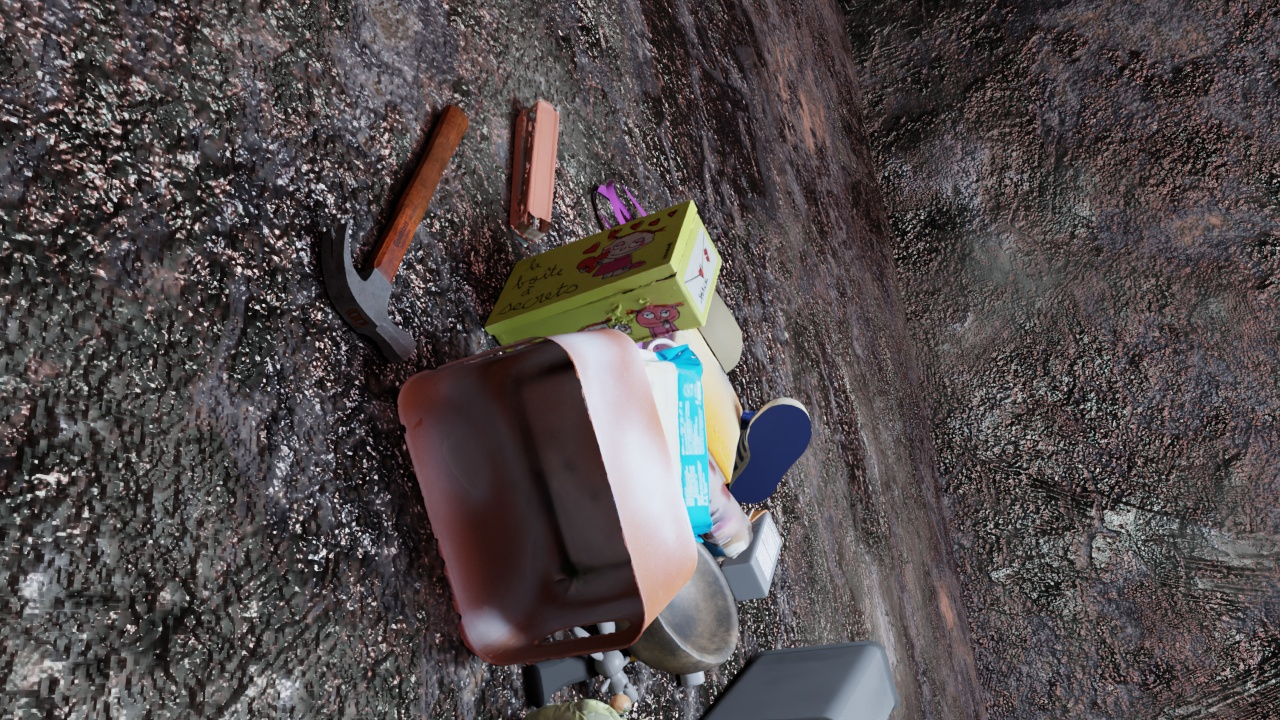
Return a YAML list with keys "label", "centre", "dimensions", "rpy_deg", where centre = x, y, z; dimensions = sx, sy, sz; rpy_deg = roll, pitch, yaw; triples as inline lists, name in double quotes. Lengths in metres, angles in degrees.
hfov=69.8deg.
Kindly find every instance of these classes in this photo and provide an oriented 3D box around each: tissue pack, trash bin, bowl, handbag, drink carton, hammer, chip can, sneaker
- label: "tissue pack"
  centre: [0.012, 0.084, 0.943]
  dimensions: [0.116, 0.066, 0.209]
  rpy_deg: [3, 81, -34]
- label: "trash bin"
  centre: [0.200, 0.444, 1.149]
  dimensions: [0.219, 0.192, 0.097]
  rpy_deg: [-13, 88, -62]
- label: "bowl"
  centre: [0.101, -0.058, 1.306]
  dimensions: [0.152, 0.050, 0.152]
  rpy_deg: [57, 2, -4]
- label: "handbag"
  centre: [-0.004, -0.166, 1.237]
  dimensions: [0.170, 0.068, 0.144]
  rpy_deg: [54, 32, -23]
- label: "drink carton"
  centre: [0.161, 0.279, 1.320]
  dimensions: [0.076, 0.049, 0.124]
  rpy_deg: [65, 28, -19]
- label: "hammer"
  centre: [-0.019, 0.310, 0.978]
  dimensions: [0.323, 0.029, 0.127]
  rpy_deg: [12, 65, -60]
- label: "trash bin"
  centre: [-0.072, 0.112, 0.812]
  dimensions: [0.157, 0.182, 0.259]
  rpy_deg: [-16, 90, -65]
- label: "handbag"
  centre: [-0.028, 0.364, 0.839]
  dimensions: [0.186, 0.113, 0.116]
  rpy_deg: [60, 22, -25]
- label: "chip can"
  centre: [0.066, 0.158, 1.167]
  dimensions: [0.229, 0.080, 0.079]
  rpy_deg: [57, 31, -30]
- label: "hammer"
  centre: [-0.211, -0.143, 0.847]
  dimensions: [0.111, 0.028, 0.299]
  rpy_deg: [54, 33, -37]
- label: "bowl"
  centre: [0.027, 0.258, 0.979]
  dimensions: [0.162, 0.070, 0.162]
  rpy_deg: [39, 30, -28]
- label: "sneaker"
  centre: [0.184, 0.094, 1.330]
  dimensions: [0.234, 0.091, 0.118]
  rpy_deg: [102, -5, -46]

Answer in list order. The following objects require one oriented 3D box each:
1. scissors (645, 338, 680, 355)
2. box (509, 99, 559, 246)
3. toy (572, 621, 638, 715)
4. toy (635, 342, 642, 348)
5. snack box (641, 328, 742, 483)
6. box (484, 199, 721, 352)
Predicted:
- label: "scissors"
  centre: [-0.005, 0.005, 1.101]
  dimensions: [0.129, 0.011, 0.125]
  rpy_deg: [-11, 82, -23]
- label: "box"
  centre: [-0.117, -0.218, 1.047]
  dimensions: [0.060, 0.058, 0.186]
  rpy_deg: [94, -4, -65]
- label: "toy"
  centre: [-0.031, 0.298, 0.903]
  dimensions: [0.049, 0.030, 0.112]
  rpy_deg: [-39, 116, -44]
- label: "toy"
  centre: [-0.015, -0.058, 1.149]
  dimensions: [0.106, 0.056, 0.088]
  rpy_deg: [21, 57, -54]
- label: "snack box"
  centre: [0.069, 0.052, 1.226]
  dimensions: [0.195, 0.081, 0.144]
  rpy_deg: [58, 30, -30]
- label: "box"
  centre: [-0.039, -0.071, 0.931]
  dimensions: [0.082, 0.221, 0.124]
  rpy_deg: [60, 32, -31]
